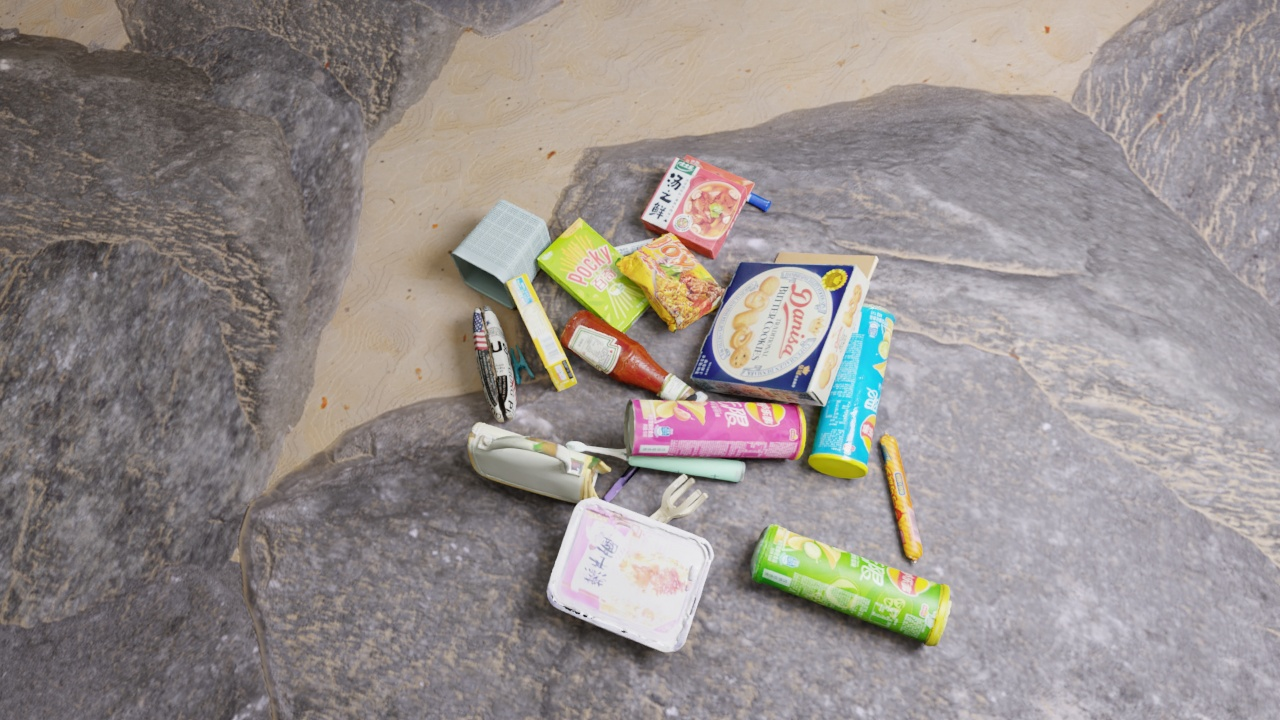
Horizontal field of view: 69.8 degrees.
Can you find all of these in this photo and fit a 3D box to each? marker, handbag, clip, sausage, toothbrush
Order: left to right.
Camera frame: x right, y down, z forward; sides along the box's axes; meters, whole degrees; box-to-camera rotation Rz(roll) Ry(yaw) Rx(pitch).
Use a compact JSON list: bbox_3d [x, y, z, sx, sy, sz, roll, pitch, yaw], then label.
[{"bbox_3d":[-0.162,0.005,1.233,0.049,0.015,0.056,-21,66,0],"label":"clip"},{"bbox_3d":[-0.128,0.121,1.093,0.163,0.179,0.063,15,75,11],"label":"handbag"},{"bbox_3d":[-0.044,-0.149,1.281,0.145,0.017,0.017,-13,67,1],"label":"marker"},{"bbox_3d":[0.009,0.114,1.150,0.014,0.016,0.189,41,93,9],"label":"toothbrush"},{"bbox_3d":[0.019,0.122,1.129,0.224,0.027,0.026,9,67,-5],"label":"toothbrush"},{"bbox_3d":[0.043,0.182,1.132,0.035,0.094,0.102,46,117,19],"label":"clip"},{"bbox_3d":[0.119,-0.250,1.305,0.146,0.017,0.016,31,74,17],"label":"marker"},{"bbox_3d":[0.314,0.164,1.108,0.021,0.021,0.165,-8,66,3],"label":"sausage"}]

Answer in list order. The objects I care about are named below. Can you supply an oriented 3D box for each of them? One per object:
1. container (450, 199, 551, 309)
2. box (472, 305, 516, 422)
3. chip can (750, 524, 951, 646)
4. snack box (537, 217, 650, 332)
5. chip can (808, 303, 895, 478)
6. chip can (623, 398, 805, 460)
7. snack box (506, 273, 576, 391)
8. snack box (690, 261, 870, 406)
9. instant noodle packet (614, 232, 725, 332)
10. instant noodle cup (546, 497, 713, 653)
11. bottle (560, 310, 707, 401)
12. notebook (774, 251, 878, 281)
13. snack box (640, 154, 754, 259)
[{"bbox_3d":[-0.185,-0.149,1.260,0.090,0.090,0.111,29,71,16],"label":"container"},{"bbox_3d":[-0.188,0.003,1.211,0.059,0.072,0.164,-7,68,-24],"label":"box"},{"bbox_3d":[0.237,0.255,1.052,0.221,0.073,0.072,18,71,13],"label":"chip can"},{"bbox_3d":[-0.057,-0.113,1.249,0.156,0.026,0.085,43,78,10],"label":"snack box"},{"bbox_3d":[0.264,0.037,1.140,0.071,0.071,0.209,12,69,11],"label":"chip can"},{"bbox_3d":[0.088,0.083,1.110,0.210,0.072,0.071,2,67,-10],"label":"chip can"},{"bbox_3d":[-0.130,-0.036,1.206,0.033,0.087,0.140,-23,67,-4],"label":"snack box"},{"bbox_3d":[0.174,-0.038,1.153,0.183,0.046,0.177,6,64,42],"label":"snack box"},{"bbox_3d":[0.043,-0.108,1.220,0.110,0.044,0.128,-31,73,-34],"label":"instant noodle packet"},{"bbox_3d":[-0.009,0.249,1.078,0.173,0.060,0.138,18,87,15],"label":"instant noodle cup"},{"bbox_3d":[-0.007,0.007,1.191,0.206,0.060,0.059,32,74,11],"label":"bottle"},{"bbox_3d":[0.202,-0.049,1.180,0.150,0.012,0.211,10,66,41],"label":"notebook"},{"bbox_3d":[0.080,-0.221,1.272,0.113,0.044,0.127,26,83,16],"label":"snack box"}]
